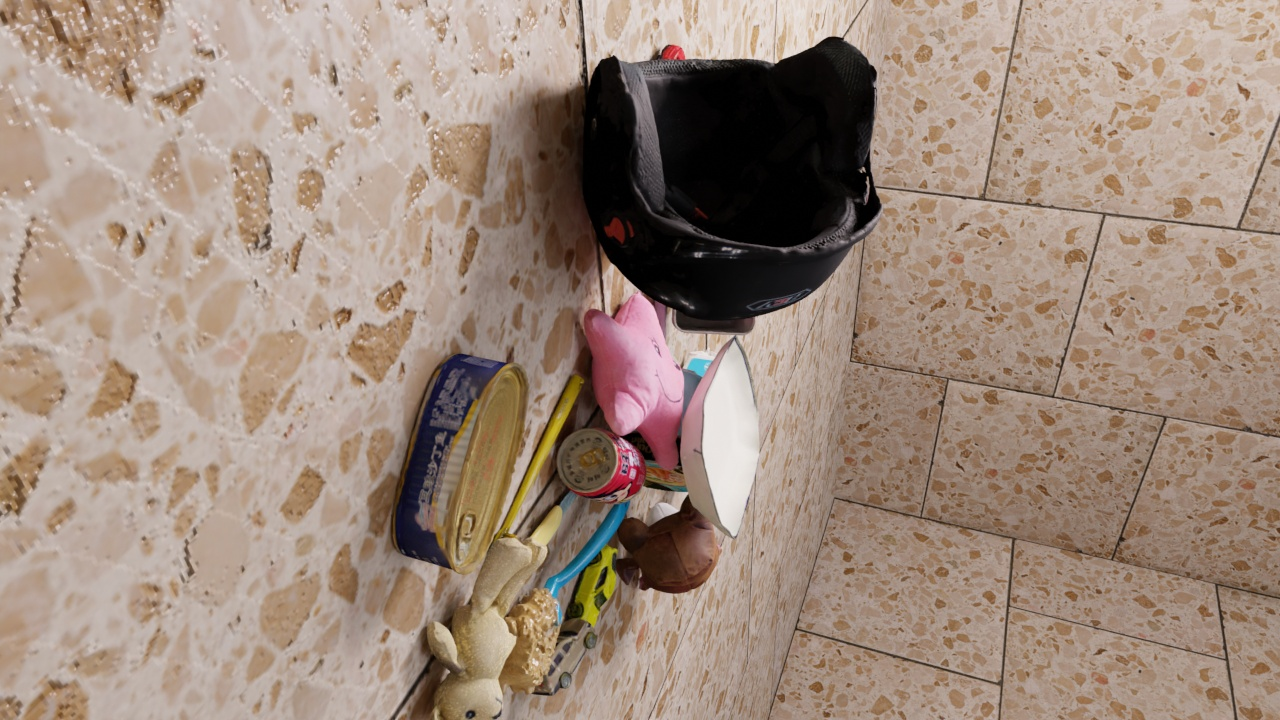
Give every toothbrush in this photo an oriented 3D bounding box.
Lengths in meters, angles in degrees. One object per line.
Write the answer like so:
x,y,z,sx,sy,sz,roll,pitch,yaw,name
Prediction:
-0.087,0.091,0.807,0.016,0.017,0.189,77,30,-52,toothbrush
0.024,-0.039,1.061,0.021,0.029,0.189,-123,-155,-54,toothbrush

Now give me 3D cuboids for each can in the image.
-0.037,0.102,0.882,0.094,0.066,0.066,41,62,-69,can
-0.123,0.069,0.635,0.074,0.049,0.148,36,67,-70,can

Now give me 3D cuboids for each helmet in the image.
0.070,-0.144,0.768,0.231,0.233,0.274,102,-30,-51,helmet

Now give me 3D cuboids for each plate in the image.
0.087,0.078,0.990,0.265,0.034,0.162,-58,137,-61,plate

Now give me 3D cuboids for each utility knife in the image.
-0.091,0.165,0.835,0.206,0.021,0.031,-44,145,-56,utility knife

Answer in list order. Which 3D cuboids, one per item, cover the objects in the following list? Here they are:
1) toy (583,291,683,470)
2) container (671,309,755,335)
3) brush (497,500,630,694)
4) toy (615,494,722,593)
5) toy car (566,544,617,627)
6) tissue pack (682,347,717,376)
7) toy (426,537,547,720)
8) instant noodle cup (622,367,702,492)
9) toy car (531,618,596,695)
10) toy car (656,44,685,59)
-0.005,0.005,0.908,0.194,0.075,0.178,44,37,-57,toy
0.080,-0.075,1.048,0.114,0.090,0.090,-129,-138,-87,container
-0.065,0.206,0.877,0.253,0.046,0.083,-51,144,-44,brush
0.038,0.226,1.117,0.200,0.140,0.130,68,2,-62,toy
-0.049,0.250,0.988,0.048,0.032,0.105,69,38,-58,toy car
0.073,0.059,1.189,0.139,0.063,0.090,-63,154,-43,tissue pack
-0.116,0.211,0.710,0.105,0.066,0.157,35,74,-64,toy
0.032,0.075,1.028,0.111,0.111,0.120,61,37,-63,instant noodle cup
-0.079,0.288,0.902,0.090,0.042,0.035,-48,122,-48,toy car
0.033,-0.267,0.939,0.106,0.031,0.049,84,26,-46,toy car
